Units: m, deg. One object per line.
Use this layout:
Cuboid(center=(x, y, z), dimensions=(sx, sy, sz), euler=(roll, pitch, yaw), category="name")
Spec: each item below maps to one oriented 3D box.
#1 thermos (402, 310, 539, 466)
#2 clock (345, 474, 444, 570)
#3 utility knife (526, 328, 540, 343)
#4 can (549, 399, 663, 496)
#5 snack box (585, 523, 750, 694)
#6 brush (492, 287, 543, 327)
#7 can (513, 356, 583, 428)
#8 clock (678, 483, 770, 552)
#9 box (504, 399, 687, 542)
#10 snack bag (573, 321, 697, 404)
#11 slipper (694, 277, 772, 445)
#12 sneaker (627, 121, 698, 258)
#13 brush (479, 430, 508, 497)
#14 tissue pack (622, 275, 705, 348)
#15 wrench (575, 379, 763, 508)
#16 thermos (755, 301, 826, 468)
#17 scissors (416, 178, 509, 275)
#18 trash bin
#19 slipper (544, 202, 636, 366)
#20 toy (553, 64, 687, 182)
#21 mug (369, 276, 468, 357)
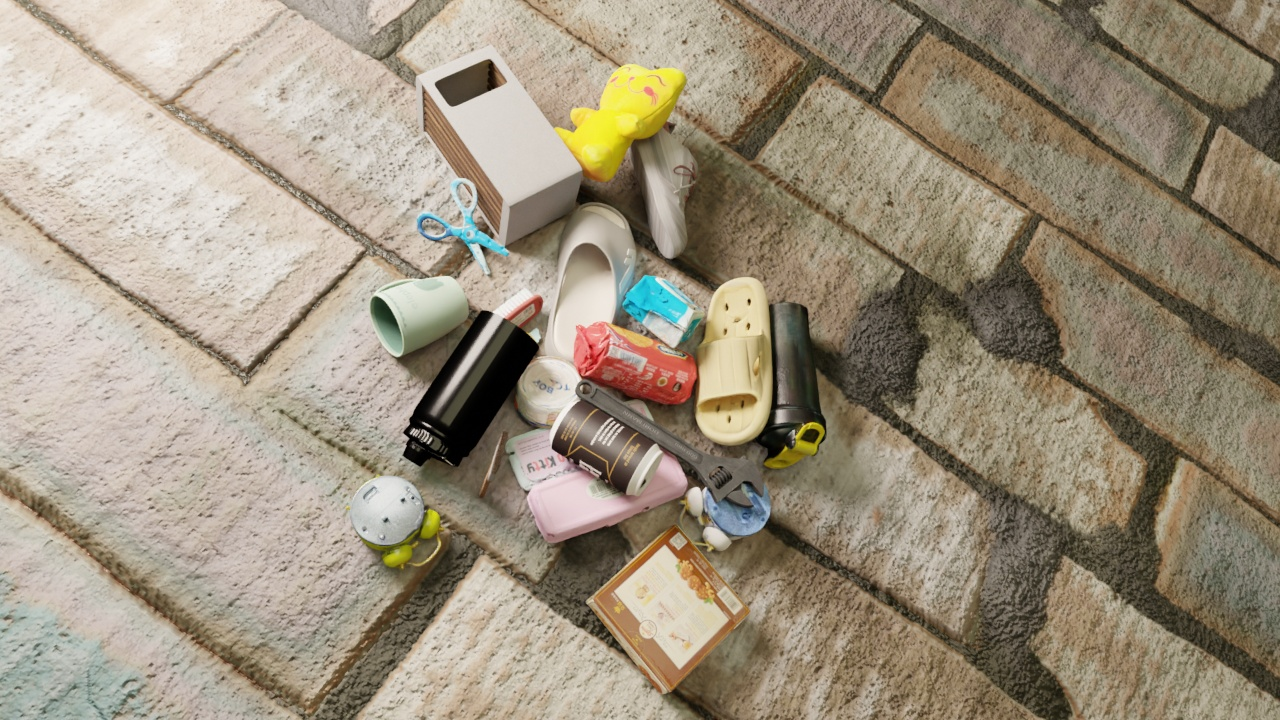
Cuboid(center=(-0.213, 0.044, 1.117), dimensions=(0.086, 0.086, 0.198), euler=(32, 75, -1), category="thermos")
Cuboid(center=(-0.284, 0.188, 1.064), dimensions=(0.119, 0.057, 0.083), euler=(42, 62, 5), category="clock")
Cuboid(center=(-0.189, 0.007, 1.193), dimensions=(0.158, 0.017, 0.030), euler=(-41, 93, -29), category="utility knife")
Cuboid(center=(-0.043, 0.106, 1.119), dimensions=(0.128, 0.072, 0.071), euler=(30, 62, 13), category="can")
Cuboid(center=(0.034, 0.300, 1.114), dimensions=(0.146, 0.041, 0.143), euler=(-38, 81, -26), category="snack box")
Cuboid(center=(-0.198, -0.036, 1.199), dimensions=(0.030, 0.041, 0.172), euler=(38, 64, 22), category="brush")
Cuboid(center=(-0.117, 0.040, 1.175), dimensions=(0.086, 0.043, 0.086), euler=(6, 54, -9), category="can")
Cuboid(center=(0.106, 0.192, 1.175), dimensions=(0.125, 0.052, 0.089), euler=(-23, 76, -23), category="clock")
Cuboid(center=(-0.055, 0.134, 1.163), dimensions=(0.201, 0.037, 0.152), euler=(-17, 66, -22), category="box")
Cuboid(center=(-0.007, 0.007, 1.193), dimensions=(0.176, 0.083, 0.082), euler=(21, 62, -29), category="snack bag")
Cuboid(center=(0.115, -0.013, 1.230), dimensions=(0.079, 0.112, 0.260), euler=(41, 46, -43), category="slipper")
Cuboid(center=(0.047, -0.258, 1.327), dimensions=(0.089, 0.099, 0.236), euler=(-12, 68, -8), category="sneaker")
Cuboid(center=(-0.175, 0.132, 1.070), dimensions=(0.008, 0.143, 0.045), euler=(17, 55, -10), category="brush")
Cuboid(center=(0.034, -0.068, 1.224), dimensions=(0.093, 0.144, 0.062), euler=(39, 101, 4), category="tissue pack")
Cuboid(center=(0.037, 0.102, 1.155), dimensions=(0.273, 0.018, 0.073), euler=(32, 66, -1), category="wrench")
Cuboid(center=(0.202, 0.030, 1.250), dimensions=(0.098, 0.098, 0.220), euler=(10, 61, -12), category="thermos")
Cuboid(center=(-0.243, -0.169, 1.241), dimensions=(0.118, 0.013, 0.140), euler=(-24, 97, 7), category="scissors")
Cuboid(center=(-0.197, -0.294, 1.258), dimensions=(0.114, 0.115, 0.229), euler=(-31, 79, -21), category="trash bin")
Cuboid(center=(-0.065, -0.114, 1.242), dimensions=(0.113, 0.081, 0.265), euler=(15, 64, -6), category="slipper")
Cuboid(center=(-0.024, -0.328, 1.269), dimensions=(0.134, 0.087, 0.193), euler=(21, 65, 41), category="toy")
Cuboid(center=(-0.287, -0.069, 1.167), dimensions=(0.103, 0.084, 0.111), euler=(-28, 49, -35), category="mug")
